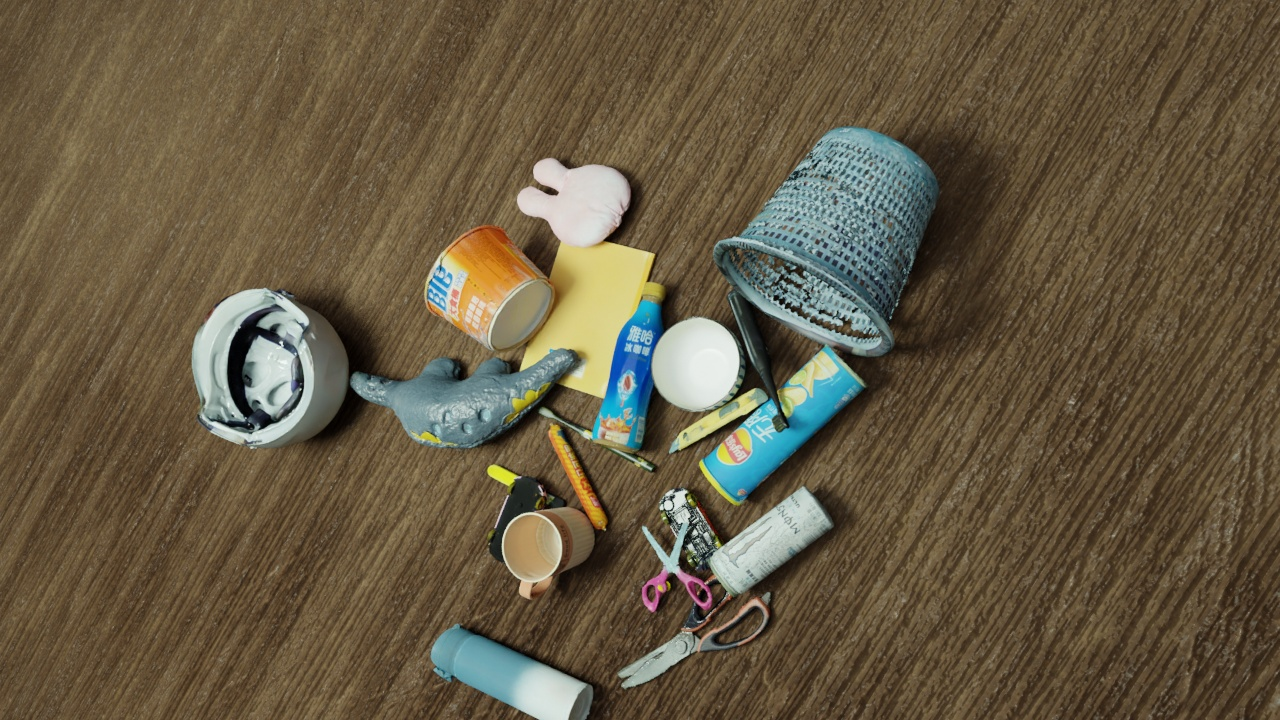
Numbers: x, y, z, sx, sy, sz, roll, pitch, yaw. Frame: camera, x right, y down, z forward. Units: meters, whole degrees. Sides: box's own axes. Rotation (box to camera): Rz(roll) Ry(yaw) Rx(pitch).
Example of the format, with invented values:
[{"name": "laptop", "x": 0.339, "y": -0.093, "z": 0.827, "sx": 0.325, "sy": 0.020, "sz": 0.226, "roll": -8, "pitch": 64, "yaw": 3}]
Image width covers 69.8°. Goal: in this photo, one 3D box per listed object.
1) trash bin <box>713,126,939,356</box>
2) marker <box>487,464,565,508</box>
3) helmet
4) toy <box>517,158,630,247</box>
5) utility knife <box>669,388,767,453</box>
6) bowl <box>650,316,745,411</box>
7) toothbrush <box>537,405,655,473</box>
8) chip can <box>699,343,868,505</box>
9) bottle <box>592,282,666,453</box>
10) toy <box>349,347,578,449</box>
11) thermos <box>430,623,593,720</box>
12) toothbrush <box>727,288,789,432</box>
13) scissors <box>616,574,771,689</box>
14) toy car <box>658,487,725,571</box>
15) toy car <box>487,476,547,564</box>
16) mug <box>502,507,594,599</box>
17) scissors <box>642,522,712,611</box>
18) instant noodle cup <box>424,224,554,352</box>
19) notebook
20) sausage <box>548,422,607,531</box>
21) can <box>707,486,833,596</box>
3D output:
[{"name": "trash bin", "x": 0.228, "y": -0.144, "z": 1.041, "sx": 0.227, "sy": 0.226, "sz": 0.195, "roll": 29, "pitch": 80, "yaw": 24}, {"name": "marker", "x": -0.154, "y": 0.172, "z": 1.242, "sx": 0.124, "sy": 0.015, "sz": 0.018, "roll": 23, "pitch": 97, "yaw": 21}, {"name": "helmet", "x": -0.527, "y": 0.016, "z": 1.350, "sx": 0.259, "sy": 0.145, "sz": 0.229, "roll": 25, "pitch": 90, "yaw": 33}, {"name": "toy", "x": -0.090, "y": -0.221, "z": 1.255, "sx": 0.159, "sy": 0.054, "sz": 0.121, "roll": 27, "pitch": 84, "yaw": 23}, {"name": "utility knife", "x": 0.094, "y": 0.075, "z": 1.131, "sx": 0.163, "sy": 0.018, "sz": 0.030, "roll": -39, "pitch": 32, "yaw": 36}, {"name": "bowl", "x": 0.078, "y": 0.008, "z": 1.142, "sx": 0.117, "sy": 0.066, "sz": 0.116, "roll": -4, "pitch": 80, "yaw": 23}, {"name": "toothbrush", "x": -0.059, "y": 0.103, "z": 1.213, "sx": 0.186, "sy": 0.017, "sz": 0.012, "roll": 26, "pitch": 89, "yaw": 22}, {"name": "chip can", "x": 0.169, "y": 0.077, "z": 1.091, "sx": 0.210, "sy": 0.071, "sz": 0.071, "roll": -44, "pitch": 68, "yaw": 10}, {"name": "bottle", "x": -0.007, "y": 0.007, "z": 1.176, "sx": 0.065, "sy": 0.065, "sz": 0.218, "roll": 10, "pitch": 82, "yaw": 24}, {"name": "toy", "x": -0.253, "y": 0.054, "z": 1.261, "sx": 0.357, "sy": 0.091, "sz": 0.137, "roll": -4, "pitch": 71, "yaw": 20}, {"name": "thermos", "x": -0.170, "y": 0.408, "z": 1.182, "sx": 0.221, "sy": 0.070, "sz": 0.070, "roll": 15, "pitch": 87, "yaw": 24}, {"name": "toothbrush", "x": 0.142, "y": -0.003, "z": 1.098, "sx": 0.027, "sy": 0.026, "sz": 0.212, "roll": -37, "pitch": 46, "yaw": 27}, {"name": "scissors", "x": 0.056, "y": 0.330, "z": 1.128, "sx": 0.207, "sy": 0.015, "sz": 0.193, "roll": 3, "pitch": 84, "yaw": 23}, {"name": "toy car", "x": 0.065, "y": 0.206, "z": 1.134, "sx": 0.049, "sy": 0.031, "sz": 0.106, "roll": -37, "pitch": 75, "yaw": 13}, {"name": "toy car", "x": -0.162, "y": 0.213, "z": 1.223, "sx": 0.056, "sy": 0.037, "sz": 0.122, "roll": 24, "pitch": 94, "yaw": 21}, {"name": "mug", "x": -0.118, "y": 0.244, "z": 1.161, "sx": 0.082, "sy": 0.105, "sz": 0.114, "roll": 17, "pitch": 94, "yaw": 21}, {"name": "scissors", "x": 0.041, "y": 0.258, "z": 1.123, "sx": 0.136, "sy": 0.017, "sz": 0.133, "roll": 31, "pitch": 112, "yaw": 35}, {"name": "instant noodle cup", "x": -0.195, "y": -0.089, "z": 1.226, "sx": 0.111, "sy": 0.151, "sz": 0.151, "roll": 38, "pitch": 97, "yaw": 21}, {"name": "notebook", "x": -0.074, "y": -0.064, "z": 1.248, "sx": 0.146, "sy": 0.010, "sz": 0.206, "roll": 16, "pitch": 88, "yaw": 24}, {"name": "sausage", "x": -0.083, "y": 0.153, "z": 1.210, "sx": 0.021, "sy": 0.021, "sz": 0.165, "roll": -34, "pitch": 71, "yaw": 14}, {"name": "can", "x": 0.153, "y": 0.212, "z": 1.074, "sx": 0.147, "sy": 0.058, "sz": 0.058, "roll": -38, "pitch": 69, "yaw": 6}]
